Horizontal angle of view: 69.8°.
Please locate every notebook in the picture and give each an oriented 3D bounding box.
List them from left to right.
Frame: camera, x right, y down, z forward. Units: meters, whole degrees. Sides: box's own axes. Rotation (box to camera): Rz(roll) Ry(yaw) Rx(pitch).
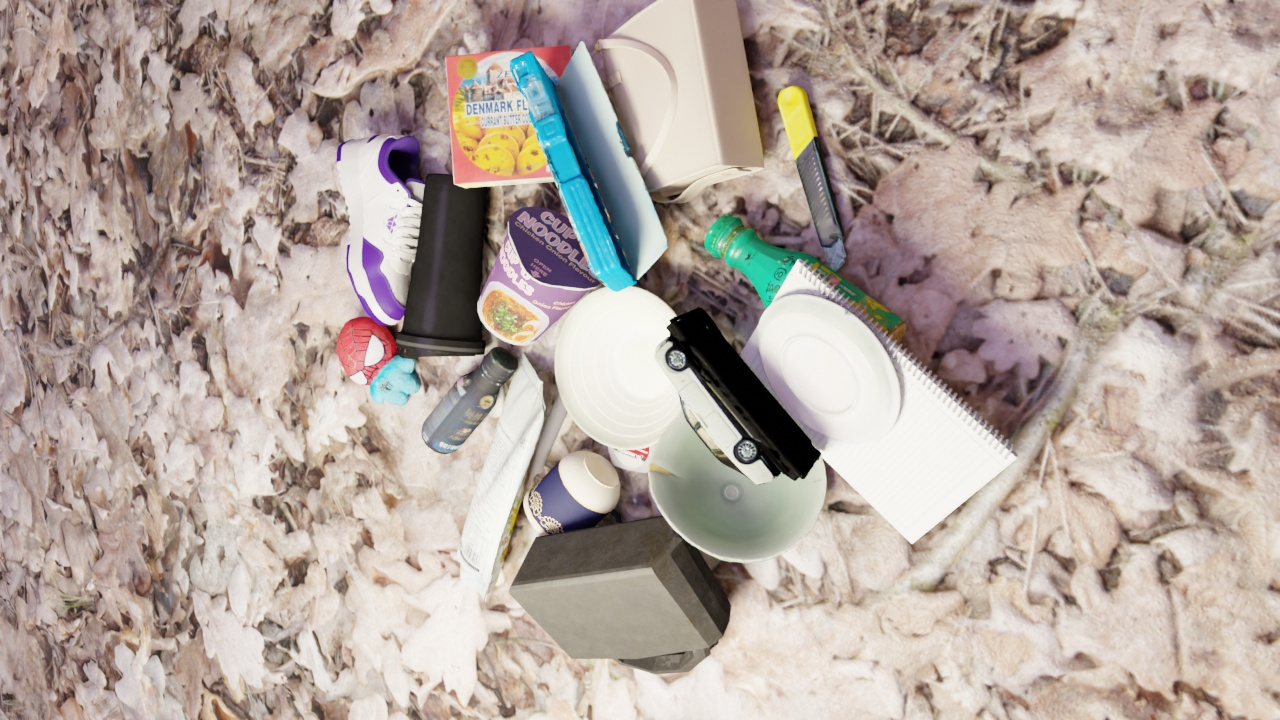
[{"bbox_3d":[0.201,0.042,0.843,0.245,0.013,0.178,45,144,15],"label":"notebook"}]

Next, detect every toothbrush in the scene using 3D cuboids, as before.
[{"bbox_3d":[-0.116,0.103,1.097,0.019,0.018,0.188,35,112,26],"label":"toothbrush"}]

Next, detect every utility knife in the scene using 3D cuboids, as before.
[{"bbox_3d":[0.169,-0.175,0.891,0.029,0.020,0.187,-16,86,33],"label":"utility knife"}]

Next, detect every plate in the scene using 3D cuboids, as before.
[{"bbox_3d":[0.165,0.012,0.837,0.157,0.014,0.157,34,142,31],"label":"plate"}]

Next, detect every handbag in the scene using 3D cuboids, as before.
[{"bbox_3d":[0.002,0.262,0.984,0.198,0.102,0.199,-14,120,29],"label":"handbag"},{"bbox_3d":[0.015,-0.256,0.943,0.198,0.101,0.194,-10,90,44],"label":"handbag"}]

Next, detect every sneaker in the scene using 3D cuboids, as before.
[{"bbox_3d":[-0.298,-0.169,1.136,0.111,0.091,0.244,-13,83,19],"label":"sneaker"}]

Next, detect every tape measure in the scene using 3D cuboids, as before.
[{"bbox_3d":[-0.005,0.092,1.026,0.060,0.020,0.062,18,105,29],"label":"tape measure"}]

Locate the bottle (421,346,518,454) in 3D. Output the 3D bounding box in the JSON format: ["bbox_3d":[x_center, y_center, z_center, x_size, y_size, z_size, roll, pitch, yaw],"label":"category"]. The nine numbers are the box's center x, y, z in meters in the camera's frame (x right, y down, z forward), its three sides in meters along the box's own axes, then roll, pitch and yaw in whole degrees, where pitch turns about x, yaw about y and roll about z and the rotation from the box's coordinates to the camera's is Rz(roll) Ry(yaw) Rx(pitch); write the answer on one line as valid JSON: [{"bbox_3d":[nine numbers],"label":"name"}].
[{"bbox_3d":[-0.209,0.049,1.126,0.161,0.056,0.056,-47,71,26],"label":"bottle"}]

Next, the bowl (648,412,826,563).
[{"bbox_3d":[0.096,0.125,0.935,0.174,0.068,0.174,0,67,0],"label":"bowl"}]

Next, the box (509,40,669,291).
[{"bbox_3d":[-0.045,-0.200,0.933,0.085,0.091,0.243,-24,80,8],"label":"box"}]

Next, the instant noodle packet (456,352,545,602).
[{"bbox_3d":[-0.159,0.140,1.091,0.270,0.057,0.147,-70,26,18],"label":"instant noodle packet"}]

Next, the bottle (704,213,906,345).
[{"bbox_3d":[0.152,-0.069,0.885,0.210,0.068,0.068,40,114,22],"label":"bottle"}]

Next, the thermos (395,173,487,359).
[{"bbox_3d":[-0.231,-0.109,1.101,0.106,0.105,0.218,9,95,30],"label":"thermos"}]

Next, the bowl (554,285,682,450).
[{"bbox_3d":[-0.006,0.006,0.996,0.177,0.057,0.177,3,97,31],"label":"bowl"}]

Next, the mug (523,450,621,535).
[{"bbox_3d":[-0.061,0.158,1.040,0.112,0.085,0.089,37,115,-16],"label":"mug"}]

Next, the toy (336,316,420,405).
[{"bbox_3d":[-0.347,0.003,1.205,0.133,0.062,0.092,47,124,6],"label":"toy"}]

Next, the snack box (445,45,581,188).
[{"bbox_3d":[-0.140,-0.271,1.027,0.143,0.040,0.145,-3,94,7],"label":"snack box"}]

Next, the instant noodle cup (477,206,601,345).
[{"bbox_3d":[-0.123,-0.082,1.025,0.122,0.136,0.122,36,126,-6],"label":"instant noodle cup"}]

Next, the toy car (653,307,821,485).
[{"bbox_3d":[0.082,0.045,0.885,0.071,0.094,0.191,-41,85,22],"label":"toy car"}]
